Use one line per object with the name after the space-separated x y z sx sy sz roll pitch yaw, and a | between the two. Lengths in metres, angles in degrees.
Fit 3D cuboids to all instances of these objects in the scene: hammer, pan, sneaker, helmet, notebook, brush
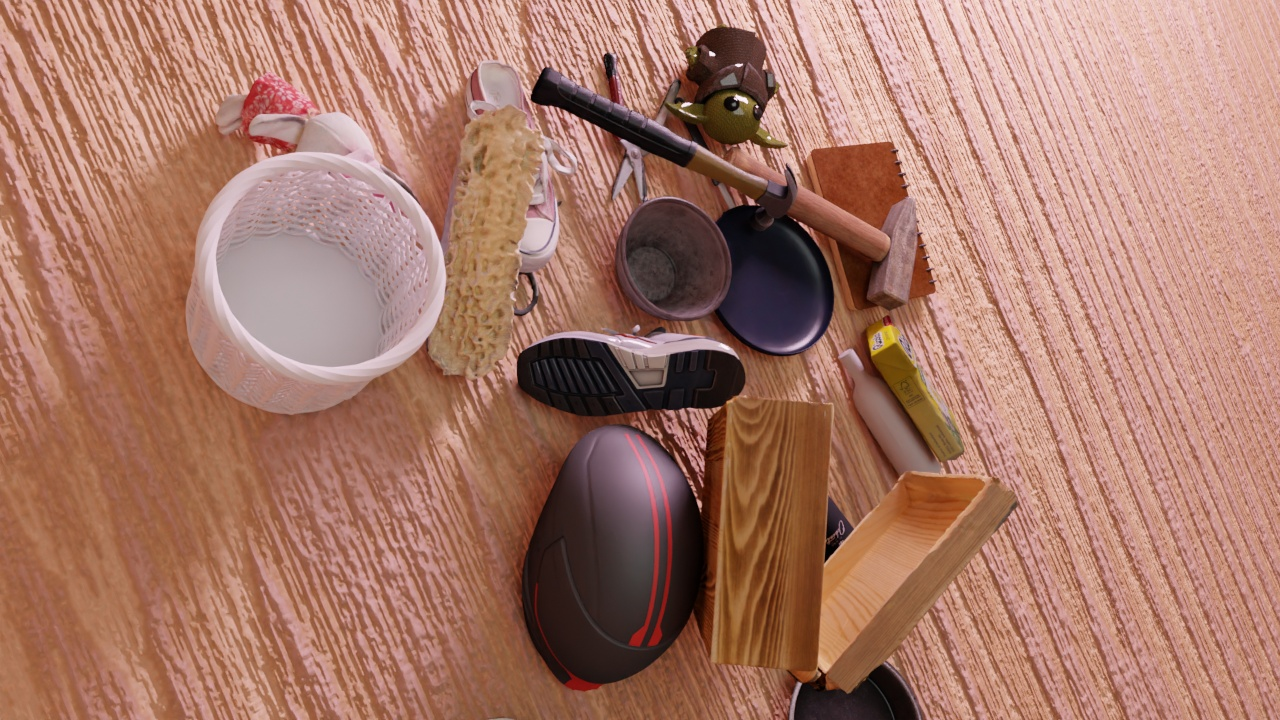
0.034 -0.248 1.060 0.333 0.118 0.025 23 65 -15 | hammer
0.125 -0.170 1.153 0.198 0.021 0.356 -26 89 -33 | pan
0.233 -0.196 1.186 0.300 0.037 0.157 24 67 -20 | hammer
-0.006 0.006 0.998 0.240 0.124 0.089 3 105 7 | sneaker
-0.020 0.194 0.904 0.164 0.170 0.264 9 74 -28 | helmet
0.322 -0.188 1.267 0.167 0.024 0.225 -13 86 -30 | notebook
-0.155 -0.114 0.910 0.083 0.056 0.271 10 97 -16 | brush
0.209 0.353 1.069 0.186 0.055 0.356 -22 78 -32 | pan
-0.130 -0.216 0.974 0.118 0.088 0.241 -8 79 -30 | sneaker

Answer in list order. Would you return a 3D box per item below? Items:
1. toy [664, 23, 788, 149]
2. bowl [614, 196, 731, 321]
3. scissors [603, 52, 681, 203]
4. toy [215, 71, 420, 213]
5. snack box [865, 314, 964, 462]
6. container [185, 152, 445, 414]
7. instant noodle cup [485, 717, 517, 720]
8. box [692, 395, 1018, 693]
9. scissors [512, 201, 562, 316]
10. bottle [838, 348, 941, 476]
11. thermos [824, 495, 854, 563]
0.114 -0.344 1.147 0.179 0.078 0.152 11 70 -27 | toy
0.027 -0.109 1.057 0.144 0.067 0.144 7 76 -28 | bowl
-0.002 -0.286 1.112 0.178 0.015 0.195 -35 98 -30 | scissors
-0.306 -0.200 0.866 0.194 0.159 0.084 29 90 -2 | toy
0.359 0.037 1.192 0.181 0.045 0.121 54 19 -9 | snack box
-0.289 -0.057 0.797 0.189 0.187 0.189 7 76 -28 | container
-0.113 0.407 0.837 0.137 0.112 0.137 6 76 -27 | instant noodle cup
0.189 0.189 0.901 0.263 0.279 0.269 7 83 0 | box
-0.142 -0.123 0.998 0.157 0.013 0.168 -12 82 -33 | scissors
0.317 0.071 1.189 0.052 0.053 0.195 -38 98 -30 | bottle
0.217 0.200 1.099 0.061 0.061 0.231 -44 101 -30 | thermos
